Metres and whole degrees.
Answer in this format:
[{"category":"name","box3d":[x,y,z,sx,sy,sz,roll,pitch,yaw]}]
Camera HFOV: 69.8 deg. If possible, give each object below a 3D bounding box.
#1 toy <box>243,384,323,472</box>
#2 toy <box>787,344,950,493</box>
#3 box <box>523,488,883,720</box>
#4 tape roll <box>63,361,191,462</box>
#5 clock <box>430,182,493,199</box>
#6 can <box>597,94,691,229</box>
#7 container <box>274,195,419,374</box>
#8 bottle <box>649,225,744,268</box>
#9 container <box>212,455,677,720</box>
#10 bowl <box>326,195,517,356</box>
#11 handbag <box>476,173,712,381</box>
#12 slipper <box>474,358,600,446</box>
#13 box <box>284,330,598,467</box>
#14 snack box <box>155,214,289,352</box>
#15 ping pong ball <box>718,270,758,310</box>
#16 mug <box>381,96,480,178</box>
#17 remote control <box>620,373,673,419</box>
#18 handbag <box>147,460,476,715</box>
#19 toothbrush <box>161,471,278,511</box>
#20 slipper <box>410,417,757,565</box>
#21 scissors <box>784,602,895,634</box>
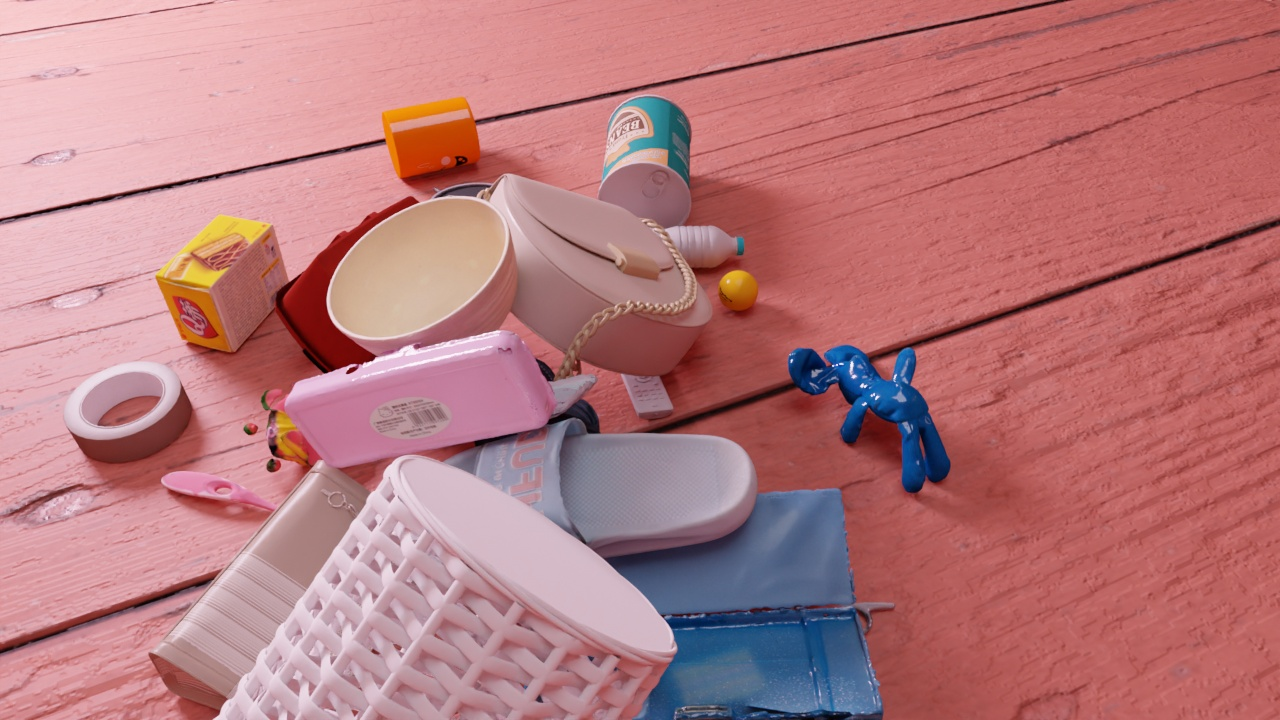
[{"category":"toy","box3d":[-0.274,0.053,0.777,0.103,0.046,0.084,-26,62,-36]},{"category":"toy","box3d":[0.197,0.034,0.794,0.112,0.071,0.176,-10,44,-27]},{"category":"box","box3d":[0.038,0.180,0.634,0.232,0.060,0.175,-3,53,3]},{"category":"tape roll","box3d":[-0.443,0.043,0.795,0.094,0.030,0.093,0,44,-1]},{"category":"clock","box3d":[-0.164,-0.148,0.980,0.148,0.056,0.103,5,35,11]},{"category":"can","box3d":[0.007,-0.215,1.022,0.099,0.099,0.143,2,44,1]},{"category":"container","box3d":[-0.256,-0.054,0.856,0.127,0.201,0.147,49,54,-5]},{"category":"bottle","box3d":[0.040,-0.119,0.962,0.136,0.044,0.044,-1,44,-3]},{"category":"container","box3d":[-0.107,0.179,0.497,0.189,0.189,0.187,34,89,29]},{"category":"bowl","box3d":[-0.158,-0.051,0.719,0.151,0.075,0.150,-11,49,13]},{"category":"handbag","box3d":[-0.045,-0.071,0.830,0.210,0.103,0.208,7,36,-47]},{"category":"slipper","box3d":[-0.078,0.074,0.732,0.108,0.084,0.265,-14,50,-17]},{"category":"box","box3d":[-0.145,0.023,0.683,0.202,0.111,0.101,-13,31,23]},{"category":"snack box","box3d":[-0.397,-0.074,0.880,0.061,0.084,0.105,12,44,10]},{"category":"ping pong ball","box3d":[0.097,-0.070,0.915,0.040,0.040,0.040,1,44,-1]},{"category":"mug","box3d":[-0.253,-0.267,1.097,0.095,0.078,0.112,-16,19,-17]},{"category":"remote control","box3d":[-0.005,0.005,0.855,0.033,0.012,0.130,-6,44,-18]},{"category":"handbag","box3d":[-0.197,0.187,0.647,0.198,0.062,0.175,23,48,10]},{"category":"toothbrush","box3d":[-0.329,0.108,0.741,0.135,0.016,0.021,12,45,11]},{"category":"slipper","box3d":[-0.041,0.085,0.637,0.245,0.074,0.103,-5,49,0]},{"category":"scissors","box3d":[0.113,0.209,0.647,0.131,0.014,0.152,11,42,10]}]
